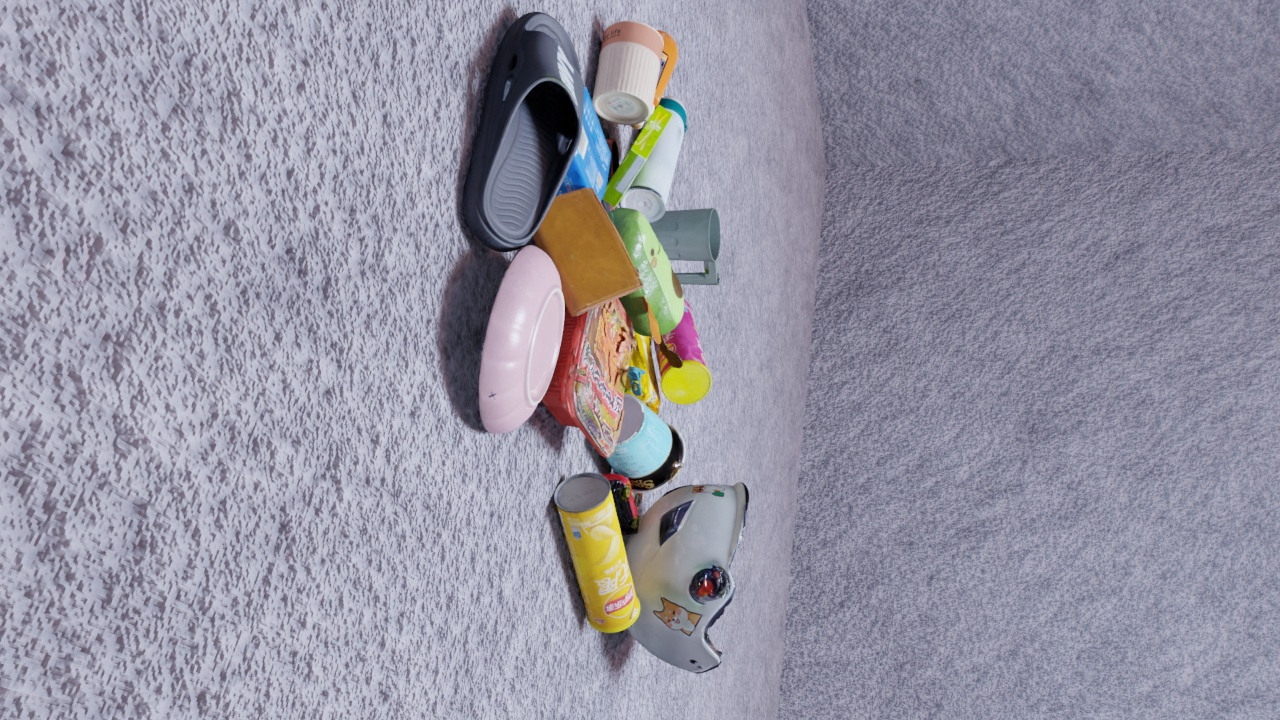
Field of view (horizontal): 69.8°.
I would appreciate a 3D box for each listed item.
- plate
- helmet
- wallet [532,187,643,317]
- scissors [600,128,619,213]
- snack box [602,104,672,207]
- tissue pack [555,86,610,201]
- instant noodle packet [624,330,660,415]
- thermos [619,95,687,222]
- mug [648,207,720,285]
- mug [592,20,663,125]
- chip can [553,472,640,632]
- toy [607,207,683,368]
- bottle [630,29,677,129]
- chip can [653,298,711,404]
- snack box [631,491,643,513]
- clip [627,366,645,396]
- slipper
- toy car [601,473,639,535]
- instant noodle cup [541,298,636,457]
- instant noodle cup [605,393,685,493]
[{"bbox_3d":[-0.111,-0.017,0.918,0.192,0.039,0.192,14,88,-83],"label":"plate"},{"bbox_3d":[0.049,0.292,1.295,0.229,0.157,0.274,-88,-171,-76],"label":"helmet"},{"bbox_3d":[-0.057,-0.125,1.013,0.118,0.035,0.130,-25,86,-40],"label":"wallet"},{"bbox_3d":[-0.046,-0.195,1.233,0.206,0.015,0.201,62,34,-59],"label":"scissors"},{"bbox_3d":[-0.004,-0.272,1.216,0.086,0.026,0.156,-52,-171,38],"label":"snack box"},{"bbox_3d":[-0.079,-0.242,1.063,0.157,0.052,0.094,66,32,-52],"label":"tissue pack"},{"bbox_3d":[-0.008,0.007,1.285,0.111,0.044,0.128,43,35,-59],"label":"instant noodle packet"},{"bbox_3d":[0.026,-0.305,1.364,0.073,0.073,0.223,70,27,-49],"label":"thermos"},{"bbox_3d":[0.070,-0.179,1.454,0.083,0.103,0.124,-53,141,-62],"label":"mug"},{"bbox_3d":[-0.021,-0.371,1.217,0.115,0.081,0.105,129,-29,-69],"label":"mug"},{"bbox_3d":[-0.053,0.242,1.143,0.071,0.072,0.214,-65,150,-52],"label":"chip can"},{"bbox_3d":[0.002,-0.104,1.191,0.247,0.090,0.226,64,8,-50],"label":"toy"},{"bbox_3d":[0.010,-0.403,1.332,0.067,0.067,0.149,50,51,-64],"label":"bottle"},{"bbox_3d":[0.055,-0.021,1.359,0.210,0.071,0.071,-99,179,-59],"label":"chip can"},{"bbox_3d":[-0.011,0.157,1.342,0.075,0.026,0.153,73,25,-44],"label":"snack box"},{"bbox_3d":[-0.005,0.019,1.122,0.054,0.013,0.032,68,30,-65],"label":"clip"},{"bbox_3d":[-0.096,-0.232,0.913,0.110,0.083,0.267,34,60,-43],"label":"slipper"},{"bbox_3d":[-0.030,0.196,1.246,0.031,0.049,0.106,-65,149,-49],"label":"toy car"},{"bbox_3d":[-0.065,0.004,1.072,0.164,0.079,0.188,63,33,-58],"label":"instant noodle cup"},{"bbox_3d":[-0.009,0.105,1.234,0.120,0.111,0.111,55,39,-52],"label":"instant noodle cup"}]
